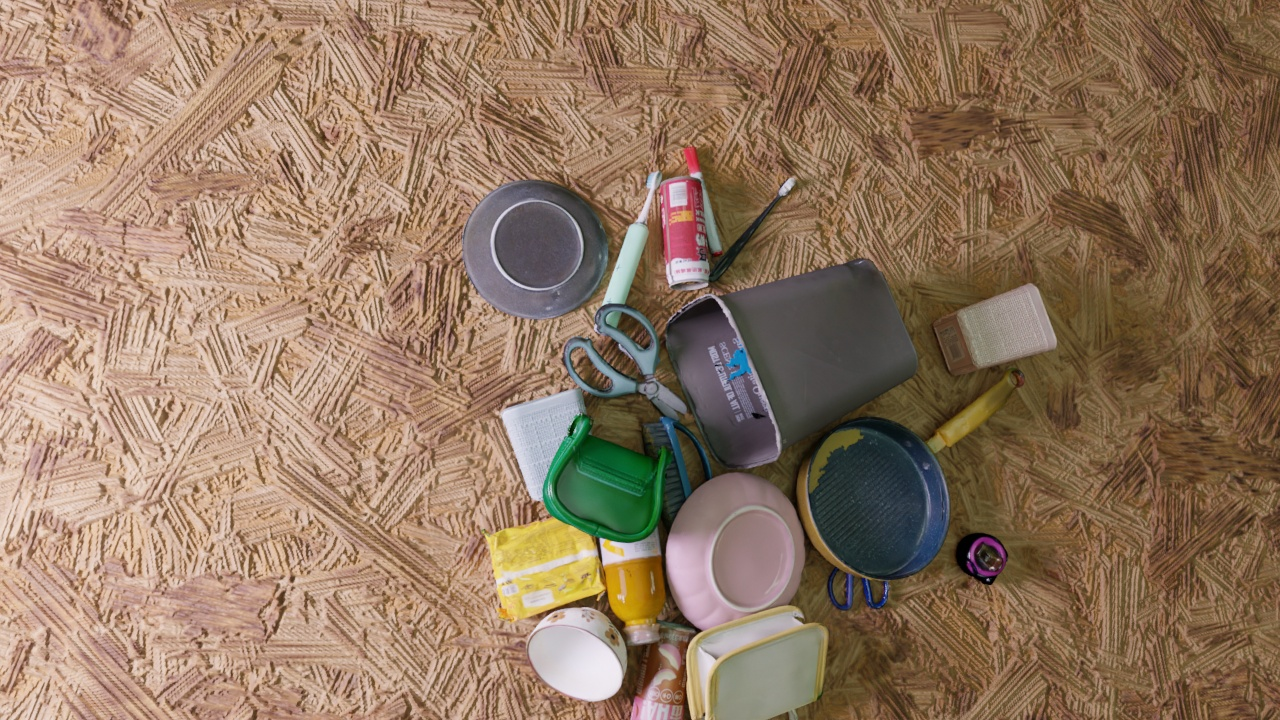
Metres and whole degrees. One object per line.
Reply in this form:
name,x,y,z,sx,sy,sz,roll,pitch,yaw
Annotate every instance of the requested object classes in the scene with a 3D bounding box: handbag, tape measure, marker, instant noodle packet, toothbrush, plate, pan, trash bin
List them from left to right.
plate,-0.127,-0.139,1.119,0.179,0.024,0.179,2,80,-11
instant noodle packet,-0.111,0.233,1.049,0.128,0.044,0.110,-12,78,-15
handbag,-0.035,0.130,0.984,0.131,0.068,0.120,21,77,-10
toothbrush,-0.011,-0.136,1.138,0.026,0.027,0.224,30,73,-42
marker,0.081,-0.203,1.172,0.017,0.017,0.145,-12,83,-13
plate,0.120,0.227,1.065,0.192,0.039,0.192,1,88,-28
toothbrush,0.144,-0.169,1.179,0.015,0.018,0.181,41,77,-5
handbag,0.130,0.378,1.044,0.163,0.063,0.179,-10,110,-25
trash bin,0.177,-0.005,1.077,0.219,0.199,0.199,-21,87,-21
pan,0.347,0.121,1.134,0.356,0.078,0.197,-36,88,-24
tape measure,0.429,0.245,1.149,0.058,0.039,0.057,39,76,-2

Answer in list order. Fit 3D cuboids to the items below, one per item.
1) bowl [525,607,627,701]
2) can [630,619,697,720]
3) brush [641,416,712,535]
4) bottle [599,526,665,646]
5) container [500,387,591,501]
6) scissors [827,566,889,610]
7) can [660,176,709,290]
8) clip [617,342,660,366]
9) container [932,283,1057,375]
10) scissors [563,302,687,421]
bowl,-0.065,0.317,1.023,0.113,0.114,0.062,34,35,-3
can,0.024,0.374,1.043,0.058,0.058,0.147,13,79,-8
brush,0.048,0.135,1.089,0.073,0.055,0.143,-13,83,-12
bottle,-0.009,0.225,1.043,0.068,0.068,0.189,-4,72,-11
container,-0.100,0.098,1.053,0.090,0.090,0.111,-16,88,-13
scissors,0.275,0.226,1.139,0.132,0.012,0.172,28,76,-3
can,0.055,-0.157,1.140,0.053,0.053,0.132,-3,81,-11
clip,-0.003,-0.009,1.123,0.057,0.032,0.025,37,81,-6
container,0.450,-0.036,1.178,0.111,0.090,0.090,-16,84,-10
scissors,0.001,0.004,1.104,0.180,0.019,0.143,32,98,-8
